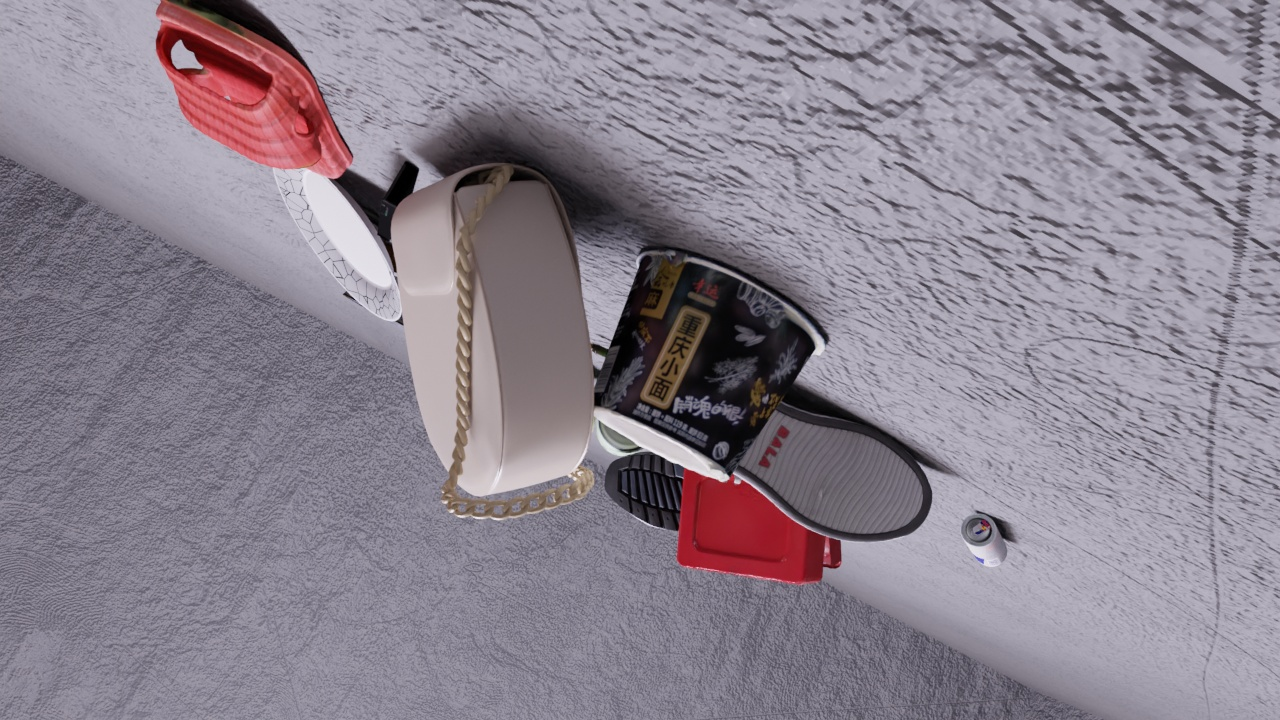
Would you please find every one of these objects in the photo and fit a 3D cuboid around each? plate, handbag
[{"bbox_3d":[-0.283,-0.121,0.874,0.188,0.016,0.189,37,151,24],"label":"plate"},{"bbox_3d":[-0.109,-0.017,0.609,0.103,0.208,0.211,-11,-172,-26],"label":"handbag"}]

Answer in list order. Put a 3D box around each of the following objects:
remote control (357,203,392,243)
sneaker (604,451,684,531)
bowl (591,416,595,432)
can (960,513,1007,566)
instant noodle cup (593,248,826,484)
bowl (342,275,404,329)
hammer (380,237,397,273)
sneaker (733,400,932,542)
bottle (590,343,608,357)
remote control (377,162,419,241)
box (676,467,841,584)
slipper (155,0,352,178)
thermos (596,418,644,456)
[{"bbox_3d":[-0.245,-0.125,0.927,0.136,0.013,0.033,35,166,-29],"label":"remote control"},{"bbox_3d":[0.078,0.168,1.137,0.240,0.089,0.124,14,180,6],"label":"sneaker"},{"bbox_3d":[-0.103,0.049,1.182,0.150,0.075,0.151,64,179,2],"label":"bowl"},{"bbox_3d":[0.336,0.176,0.894,0.032,0.032,0.095,20,168,34],"label":"can"},{"bbox_3d":[0.034,0.009,0.605,0.137,0.112,0.137,27,170,5],"label":"instant noodle cup"},{"bbox_3d":[-0.265,-0.063,1.012,0.114,0.045,0.114,28,173,3],"label":"bowl"},{"bbox_3d":[-0.229,-0.083,1.045,0.322,0.033,0.115,34,170,-35],"label":"hammer"},{"bbox_3d":[0.124,0.075,0.802,0.263,0.097,0.128,26,-178,-3],"label":"sneaker"},{"bbox_3d":[-0.006,0.005,0.931,0.106,0.025,0.025,24,169,16],"label":"bottle"},{"bbox_3d":[-0.198,-0.126,0.743,0.013,0.034,0.150,30,169,-14],"label":"remote control"},{"bbox_3d":[0.125,0.165,0.981,0.158,0.134,0.110,0,-178,38],"label":"box"},{"bbox_3d":[-0.269,-0.170,0.638,0.103,0.059,0.249,27,171,-1],"label":"slipper"},{"bbox_3d":[-0.017,0.079,1.174,0.082,0.082,0.231,27,172,1],"label":"thermos"}]
